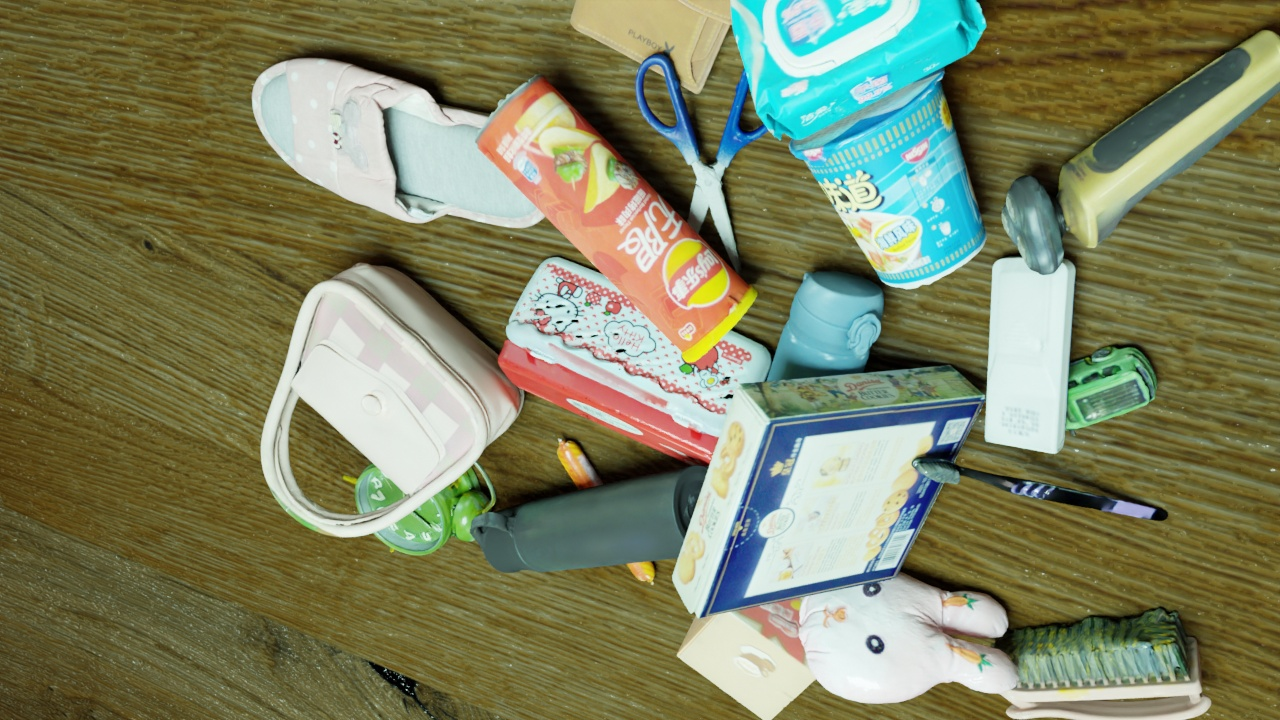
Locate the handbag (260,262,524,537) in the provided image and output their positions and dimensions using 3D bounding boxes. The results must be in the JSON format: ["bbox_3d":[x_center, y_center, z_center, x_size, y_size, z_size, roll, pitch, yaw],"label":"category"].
[{"bbox_3d":[-0.236,0.052,0.792,0.193,0.093,0.235,43,109,2],"label":"handbag"}]

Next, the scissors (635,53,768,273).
[{"bbox_3d":[0.050,-0.137,0.629,0.163,0.012,0.162,-28,113,38],"label":"scissors"}]

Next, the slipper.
[{"bbox_3d":[-0.192,-0.165,0.713,0.274,0.054,0.114,18,122,13],"label":"slipper"}]

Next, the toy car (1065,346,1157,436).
[{"bbox_3d":[0.291,0.024,0.608,0.091,0.036,0.043,-26,105,37],"label":"toy car"}]

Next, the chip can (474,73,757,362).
[{"bbox_3d":[-0.015,-0.098,0.642,0.216,0.073,0.073,46,125,-6],"label":"chip can"}]

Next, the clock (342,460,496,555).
[{"bbox_3d":[-0.203,0.126,0.874,0.162,0.056,0.116,-20,107,31],"label":"clock"}]

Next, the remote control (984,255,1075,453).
[{"bbox_3d":[0.250,-0.005,0.594,0.049,0.024,0.125,9,107,44],"label":"remote control"}]

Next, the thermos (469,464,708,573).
[{"bbox_3d":[-0.046,0.137,0.758,0.243,0.068,0.090,-18,151,41],"label":"thermos"}]

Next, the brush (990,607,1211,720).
[{"bbox_3d":[0.335,0.235,0.683,0.146,0.063,0.073,-19,97,32],"label":"brush"}]

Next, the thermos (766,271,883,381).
[{"bbox_3d":[0.119,0.037,0.674,0.070,0.070,0.221,21,124,13],"label":"thermos"}]

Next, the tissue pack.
[{"bbox_3d":[0.121,-0.195,0.525,0.134,0.050,0.093,-24,71,21],"label":"tissue pack"}]

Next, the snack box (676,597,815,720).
[{"bbox_3d":[0.100,0.223,0.765,0.093,0.094,0.077,36,125,3],"label":"snack box"}]

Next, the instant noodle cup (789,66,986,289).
[{"bbox_3d":[0.159,-0.108,0.566,0.099,0.099,0.110,-19,116,31],"label":"instant noodle cup"}]

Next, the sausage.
[{"bbox_3d":[-0.030,0.136,0.822,0.022,0.021,0.165,-22,105,32],"label":"sausage"}]

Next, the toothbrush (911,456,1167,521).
[{"bbox_3d":[0.275,0.090,0.626,0.189,0.016,0.014,12,111,-6],"label":"toothbrush"}]

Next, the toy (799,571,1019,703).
[{"bbox_3d":[0.202,0.208,0.702,0.159,0.121,0.054,0,128,8],"label":"toy"}]

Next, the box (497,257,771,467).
[{"bbox_3d":[-0.005,0.006,0.730,0.201,0.100,0.095,24,165,12],"label":"box"}]

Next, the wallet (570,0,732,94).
[{"bbox_3d":[0.025,-0.250,0.584,0.119,0.035,0.131,32,128,9],"label":"wallet"}]

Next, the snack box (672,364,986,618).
[{"bbox_3d":[0.129,0.092,0.643,0.182,0.045,0.178,-3,127,-25],"label":"snack box"}]

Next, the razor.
[{"bbox_3d":[0.283,-0.119,0.524,0.067,0.062,0.168,30,125,-30],"label":"razor"}]
